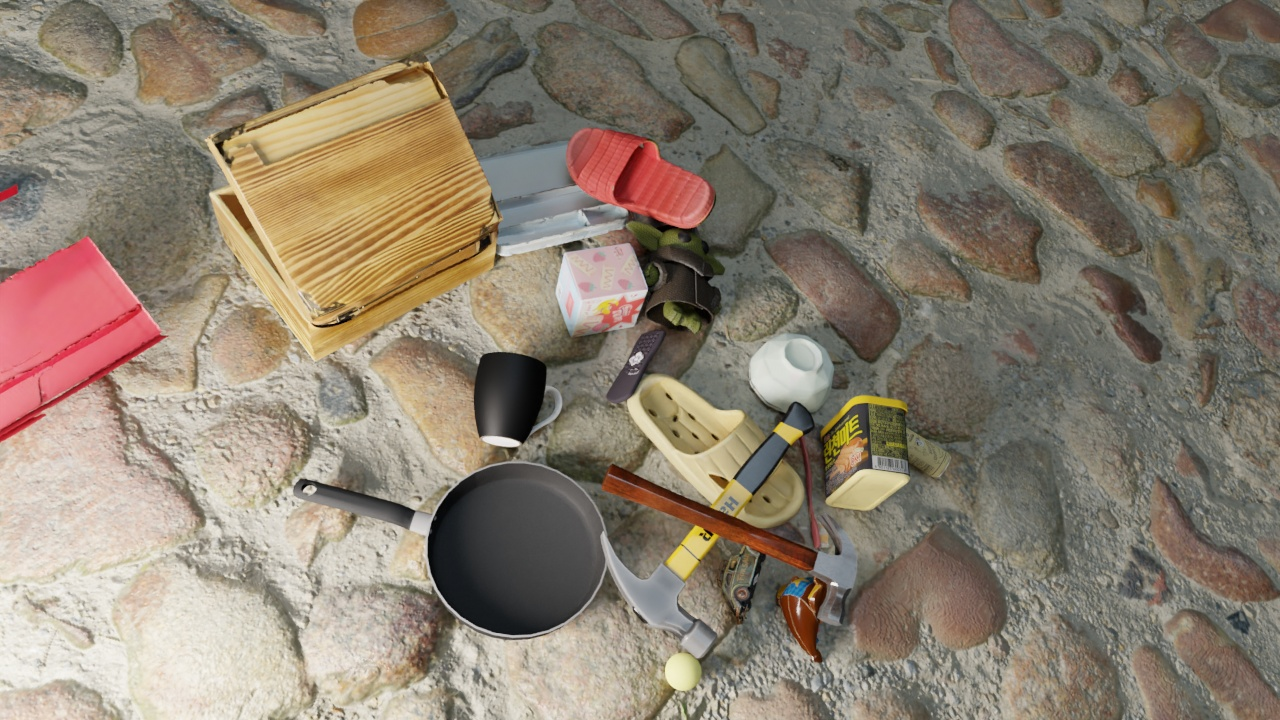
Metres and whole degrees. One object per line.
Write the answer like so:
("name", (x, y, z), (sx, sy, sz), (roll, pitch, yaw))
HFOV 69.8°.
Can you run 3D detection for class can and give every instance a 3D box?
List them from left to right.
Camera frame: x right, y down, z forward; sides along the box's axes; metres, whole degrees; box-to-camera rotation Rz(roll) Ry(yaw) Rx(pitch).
("can", (0.280, 0.119, 1.147), (0.072, 0.131, 0.100), (9, 61, -8))
("can", (0.368, 0.120, 1.219), (0.079, 0.038, 0.038), (32, 58, 6))

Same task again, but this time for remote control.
("remote control", (-0.007, 0.007, 1.197), (0.009, 0.047, 0.124), (50, 53, -30))

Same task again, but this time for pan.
("pan", (-0.213, 0.195, 1.036), (0.355, 0.044, 0.203), (16, 58, -4))

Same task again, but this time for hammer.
("hammer", (0.096, 0.168, 1.065), (0.170, 0.034, 0.323), (40, 68, 8))
("hammer", (0.099, 0.186, 1.027), (0.300, 0.028, 0.110), (23, 67, 0))

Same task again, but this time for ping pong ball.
("ping pong ball", (0.047, 0.343, 1.012), (0.040, 0.040, 0.040), (6, 59, -10))

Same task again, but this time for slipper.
("slipper", (-0.011, -0.259, 1.262), (0.249, 0.059, 0.103), (31, 86, 26))
("slipper", (0.094, 0.103, 1.144), (0.261, 0.079, 0.111), (40, 63, 12))

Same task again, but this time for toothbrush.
("toothbrush", (0.218, 0.152, 1.180), (0.015, 0.015, 0.184), (2, 59, -12))

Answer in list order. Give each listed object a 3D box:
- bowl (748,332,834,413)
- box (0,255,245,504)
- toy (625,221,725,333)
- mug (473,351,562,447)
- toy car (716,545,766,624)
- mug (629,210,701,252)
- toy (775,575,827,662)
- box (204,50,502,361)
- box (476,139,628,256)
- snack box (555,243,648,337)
("bowl", (0.208, 0.009, 1.230), (0.117, 0.061, 0.117), (6, 56, -9))
("box", (-0.567, 0.014, 0.916), (0.468, 0.138, 0.214), (22, 51, 41))
("toy", (0.056, -0.110, 1.245), (0.179, 0.078, 0.152), (21, 58, -35))
("mug", (-0.148, 0.055, 1.121), (0.118, 0.085, 0.100), (21, 66, -36))
("toy car", (0.116, 0.251, 1.079), (0.047, 0.047, 0.111), (13, 61, 17))
("mug", (0.036, -0.217, 1.324), (0.115, 0.080, 0.107), (7, 56, -41))
("toy", (0.212, 0.297, 1.083), (0.090, 0.071, 0.103), (-17, 88, -36))
("box", (-0.332, -0.187, 1.109), (0.278, 0.265, 0.269), (-33, 74, -29))
("box", (-0.141, -0.237, 1.318), (0.208, 0.038, 0.190), (-18, 58, -23))
("snack box", (-0.052, -0.092, 1.212), (0.094, 0.093, 0.079), (-11, 64, -20))
